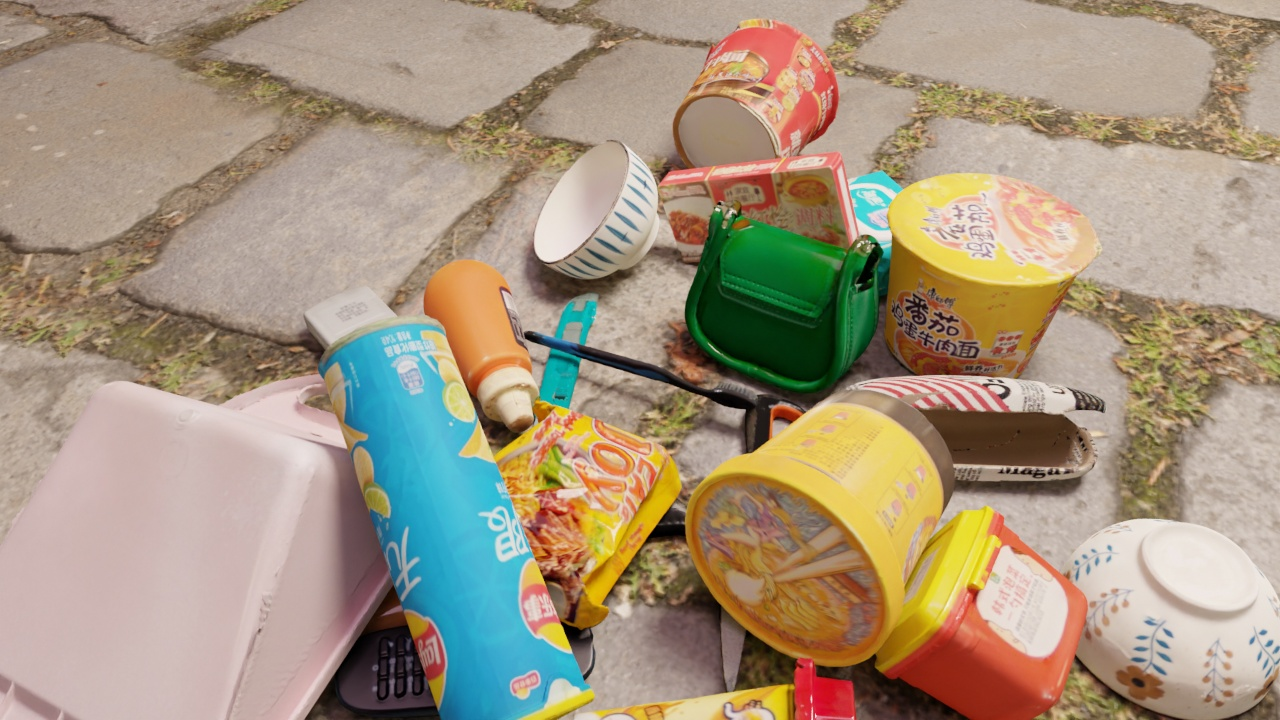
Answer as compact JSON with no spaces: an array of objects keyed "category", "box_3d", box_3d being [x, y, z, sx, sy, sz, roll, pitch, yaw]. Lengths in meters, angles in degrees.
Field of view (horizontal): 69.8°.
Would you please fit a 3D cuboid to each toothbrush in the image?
[{"category":"toothbrush","box_3d":[-0.004,0.004,0.656,0.190,0.014,0.016,16,39,24]}]

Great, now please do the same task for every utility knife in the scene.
[{"category":"utility knife","box_3d":[-0.055,-0.001,0.686,0.029,0.013,0.165,0,42,9]}]

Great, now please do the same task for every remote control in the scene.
[{"category":"remote control","box_3d":[-0.092,0.164,0.493,0.136,0.024,0.053,-4,45,-8]},{"category":"remote control","box_3d":[-0.196,-0.006,0.688,0.058,0.021,0.150,-29,49,-27]}]

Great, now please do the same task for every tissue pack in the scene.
[{"category":"tissue pack","box_3d":[0.191,-0.110,0.774,0.093,0.050,0.133,-17,44,-16]}]

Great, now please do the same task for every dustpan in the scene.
[{"category":"dustpan","box_3d":[-0.236,0.120,0.526,0.223,0.139,0.273,17,78,24]}]

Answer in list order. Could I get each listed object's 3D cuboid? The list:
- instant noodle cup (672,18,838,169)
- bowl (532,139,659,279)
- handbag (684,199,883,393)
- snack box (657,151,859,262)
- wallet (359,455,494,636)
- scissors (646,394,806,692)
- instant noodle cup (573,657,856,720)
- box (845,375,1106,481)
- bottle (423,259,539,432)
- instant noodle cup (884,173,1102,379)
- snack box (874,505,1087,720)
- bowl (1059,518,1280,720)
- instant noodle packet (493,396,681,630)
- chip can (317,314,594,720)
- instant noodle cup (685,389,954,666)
[{"category":"instant noodle cup","box_3d":[0.103,-0.228,0.856,0.138,0.138,0.108,20,54,21]},{"category":"bowl","box_3d":[-0.028,-0.115,0.759,0.066,0.117,0.116,31,28,-34]},{"category":"handbag","box_3d":[0.101,-0.048,0.656,0.131,0.120,0.067,21,41,25]},{"category":"snack box","box_3d":[0.093,-0.120,0.735,0.153,0.075,0.025,1,37,33]},{"category":"wallet","box_3d":[-0.137,0.114,0.548,0.131,0.031,0.107,-12,45,-14]},{"category":"scissors","box_3d":[0.052,0.095,0.569,0.221,0.022,0.232,10,42,13]},{"category":"instant noodle cup","box_3d":[0.034,0.201,0.394,0.124,0.116,0.116,-6,41,12]},{"category":"box","box_3d":[0.216,0.050,0.606,0.163,0.082,0.075,0,8,2]},{"category":"bottle","box_3d":[-0.110,-0.008,0.662,0.066,0.067,0.149,-17,52,-17]},{"category":"instant noodle cup","box_3d":[0.241,-0.053,0.666,0.138,0.110,0.137,-1,41,1]},{"category":"snack box","box_3d":[0.179,0.135,0.476,0.080,0.082,0.091,35,51,10]},{"category":"bowl","box_3d":[0.292,0.129,0.498,0.113,0.062,0.113,-1,43,1]},{"category":"instant noodle packet","box_3d":[-0.044,0.082,0.535,0.111,0.044,0.128,22,45,14]},{"category":"chip can","box_3d":[-0.096,0.083,0.457,0.071,0.071,0.210,-19,70,-19]},{"category":"instant noodle cup","box_3d":[0.103,0.081,0.496,0.118,0.119,0.114,26,42,27]}]
